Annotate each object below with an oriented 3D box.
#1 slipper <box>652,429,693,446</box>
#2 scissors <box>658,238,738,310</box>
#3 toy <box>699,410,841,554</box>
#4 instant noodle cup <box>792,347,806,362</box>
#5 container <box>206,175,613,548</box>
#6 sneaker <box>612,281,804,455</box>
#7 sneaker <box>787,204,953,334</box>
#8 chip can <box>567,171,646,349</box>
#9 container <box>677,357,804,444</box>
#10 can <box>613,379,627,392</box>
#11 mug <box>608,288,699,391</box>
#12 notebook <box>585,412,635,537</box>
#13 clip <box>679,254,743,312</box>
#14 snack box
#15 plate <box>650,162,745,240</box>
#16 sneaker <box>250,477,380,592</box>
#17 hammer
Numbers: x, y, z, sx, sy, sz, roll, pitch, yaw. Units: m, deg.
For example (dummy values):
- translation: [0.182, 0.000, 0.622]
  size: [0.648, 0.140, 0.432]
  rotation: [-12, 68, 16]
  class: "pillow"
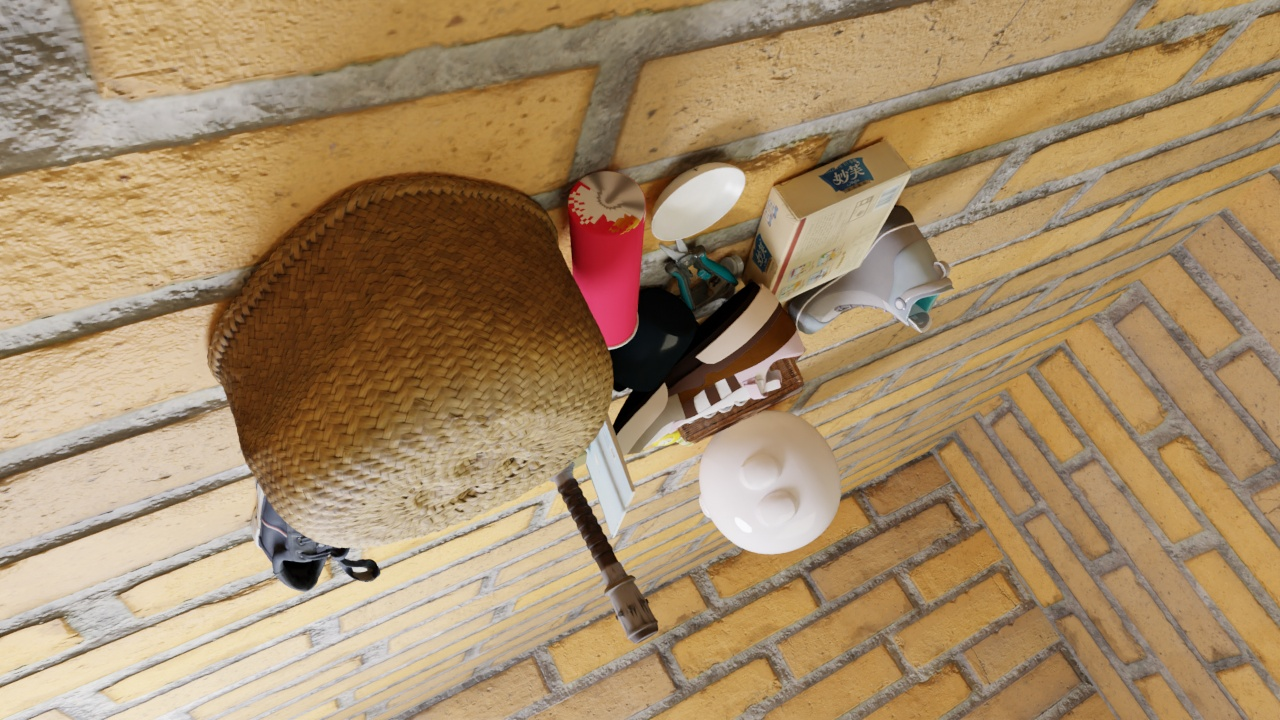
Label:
- translation: [0.059, 0.100, 1.435]
  size: [0.190, 0.081, 0.092]
  rotation: [-12, 156, -45]
  class: "slipper"
- translation: [0.061, -0.098, 1.033]
  size: [0.151, 0.019, 0.119]
  rotation: [1, 141, -34]
  class: "scissors"
- translation: [0.236, 0.226, 1.724]
  size: [0.266, 0.262, 0.280]
  rotation: [-24, 178, 4]
  class: "toy"
- translation: [0.182, -0.002, 1.351]
  size: [0.112, 0.100, 0.100]
  rotation: [-41, 158, 8]
  class: "instant noodle cup"
- translation: [-0.172, 0.018, 0.768]
  size: [0.306, 0.196, 0.307]
  rotation: [-26, 161, -10]
  class: "container"
- translation: [0.083, 0.037, 1.142]
  size: [0.294, 0.116, 0.111]
  rotation: [-44, -170, 22]
  class: "sneaker"
- translation: [0.311, -0.078, 1.246]
  size: [0.092, 0.160, 0.257]
  rotation: [-16, 154, -34]
  class: "sneaker"
- translation: [-0.032, -0.089, 0.881]
  size: [0.069, 0.069, 0.221]
  rotation: [-25, 159, -13]
  class: "chip can"
- translation: [0.120, 0.026, 1.253]
  size: [0.198, 0.112, 0.113]
  rotation: [-27, 170, 6]
  class: "container"
- translation: [-0.007, 0.007, 1.192]
  size: [0.081, 0.031, 0.031]
  rotation: [-40, 158, 25]
  class: "can"
- translation: [0.023, -0.027, 1.070]
  size: [0.121, 0.085, 0.095]
  rotation: [-8, 146, -44]
  class: "mug"
- translation: [-0.052, 0.111, 1.144]
  size: [0.009, 0.181, 0.254]
  rotation: [-17, 161, -13]
  class: "notebook"
- translation: [0.093, -0.070, 1.160]
  size: [0.169, 0.031, 0.164]
  rotation: [-39, 160, 26]
  class: "clip"
- translation: [0.212, -0.153, 1.082]
  size: [0.153, 0.055, 0.208]
  rotation: [-25, 159, -15]
  class: "snack box"
- translation: [0.051, -0.160, 0.890]
  size: [0.104, 0.026, 0.104]
  rotation: [-26, 158, -11]
  class: "plate"
- translation: [-0.343, 0.170, 0.989]
  size: [0.120, 0.127, 0.295]
  rotation: [-12, 151, -38]
  class: "sneaker"
- translation: [-0.070, 0.183, 1.096]
  size: [0.100, 0.324, 0.191]
  rotation: [-24, 159, -18]
  class: "hammer"
